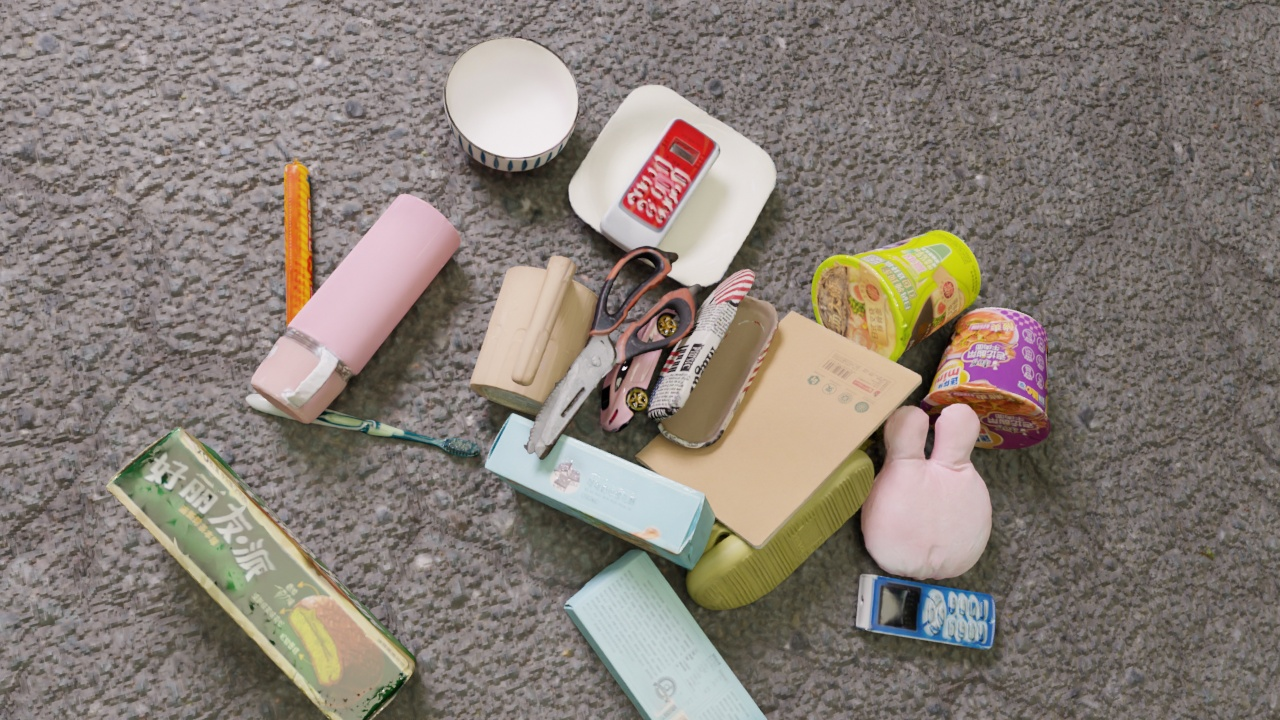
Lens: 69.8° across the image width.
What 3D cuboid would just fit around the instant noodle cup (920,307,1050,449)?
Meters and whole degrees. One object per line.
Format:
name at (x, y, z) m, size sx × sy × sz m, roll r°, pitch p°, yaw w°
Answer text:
instant noodle cup at (0.320, 0.013, 0.834) m, size 0.111 × 0.112 × 0.099 m, roll 25°, pitch 65°, yaw -5°

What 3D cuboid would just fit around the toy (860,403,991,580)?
toy at (0.253, 0.115, 0.803) m, size 0.121 × 0.054 × 0.159 m, roll 0°, pitch 99°, yaw -11°

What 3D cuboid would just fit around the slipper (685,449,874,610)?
slipper at (0.110, 0.132, 0.778) m, size 0.190 × 0.092 × 0.081 m, roll -36°, pitch 46°, yaw -8°

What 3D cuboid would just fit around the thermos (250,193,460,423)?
thermos at (-0.223, -0.043, 0.733) m, size 0.067 × 0.087 × 0.198 m, roll 44°, pitch 65°, yaw -24°

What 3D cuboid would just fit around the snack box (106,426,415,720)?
snack box at (-0.266, 0.160, 0.665) m, size 0.240 × 0.115 × 0.063 m, roll 45°, pitch 71°, yaw 1°

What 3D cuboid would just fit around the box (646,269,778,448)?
box at (0.058, -0.010, 0.786) m, size 0.076 × 0.087 × 0.162 m, roll 21°, pitch 65°, yaw 26°

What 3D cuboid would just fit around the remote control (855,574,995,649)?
remote control at (0.251, 0.222, 0.808) m, size 0.125 × 0.024 × 0.049 m, roll 12°, pitch 74°, yaw -10°

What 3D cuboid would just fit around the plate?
plate at (0.029, -0.158, 0.846) m, size 0.163 × 0.034 × 0.164 m, roll 32°, pitch 73°, yaw -3°

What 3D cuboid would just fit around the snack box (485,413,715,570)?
snack box at (-0.030, 0.103, 0.718) m, size 0.175 × 0.074 × 0.051 m, roll 20°, pitch 75°, yaw 19°

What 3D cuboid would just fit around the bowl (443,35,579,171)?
bowl at (-0.115, -0.218, 0.814) m, size 0.116 × 0.066 × 0.116 m, roll 2°, pitch 76°, yaw -10°

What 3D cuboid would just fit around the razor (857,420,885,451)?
razor at (0.191, 0.098, 0.828) m, size 0.142 × 0.022 × 0.042 m, roll -59°, pitch 137°, yaw -14°

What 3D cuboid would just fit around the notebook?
notebook at (0.116, 0.050, 0.783) m, size 0.207 × 0.008 × 0.148 m, roll -42°, pitch 48°, yaw -18°

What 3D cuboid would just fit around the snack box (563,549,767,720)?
snack box at (0.019, 0.244, 0.739) m, size 0.074 × 0.052 × 0.175 m, roll -35°, pitch 87°, yaw -19°

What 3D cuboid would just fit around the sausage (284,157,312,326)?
sausage at (-0.287, -0.094, 0.771) m, size 0.021 × 0.021 × 0.165 m, roll -3°, pitch 78°, yaw -13°

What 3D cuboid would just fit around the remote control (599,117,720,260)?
remote control at (0.018, -0.153, 0.814) m, size 0.056 × 0.020 × 0.135 m, roll 34°, pitch 72°, yaw -4°

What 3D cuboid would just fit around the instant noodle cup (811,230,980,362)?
instant noodle cup at (0.240, -0.063, 0.836) m, size 0.123 × 0.112 × 0.111 m, roll -25°, pitch 83°, yaw -24°

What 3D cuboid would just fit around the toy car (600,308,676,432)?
toy car at (-0.005, 0.005, 0.790) m, size 0.037 × 0.056 × 0.122 m, roll 27°, pitch 72°, yaw -12°

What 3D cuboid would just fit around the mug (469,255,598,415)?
mug at (-0.084, -0.018, 0.743) m, size 0.084 × 0.125 × 0.103 m, roll 20°, pitch 75°, yaw -8°

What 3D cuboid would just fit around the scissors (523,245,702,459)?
scissors at (-0.017, 0.000, 0.736) m, size 0.185 × 0.015 × 0.208 m, roll 5°, pitch 70°, yaw -24°

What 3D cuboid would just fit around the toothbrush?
toothbrush at (-0.225, 0.053, 0.750) m, size 0.191 × 0.018 × 0.016 m, roll 14°, pitch 73°, yaw -9°
